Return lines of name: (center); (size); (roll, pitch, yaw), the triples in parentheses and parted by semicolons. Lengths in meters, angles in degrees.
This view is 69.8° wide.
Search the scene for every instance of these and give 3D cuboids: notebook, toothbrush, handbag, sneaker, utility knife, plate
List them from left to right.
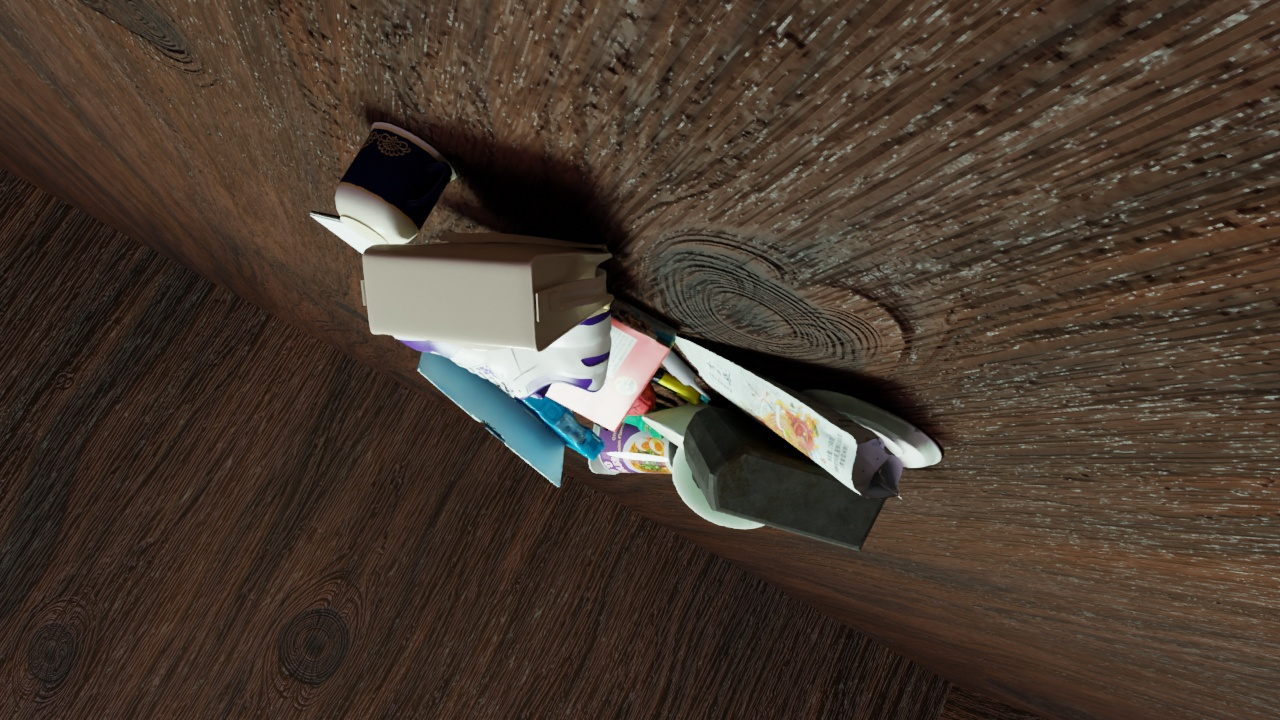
notebook: (-0.334, -0.129, 1.309); (0.178, 0.013, 0.245); (17, 163, 41)
sneaker: (-0.137, -0.014, 0.935); (0.244, 0.091, 0.111); (3, 123, 22)
handbag: (-0.116, -0.073, 0.835); (0.195, 0.101, 0.197); (6, -163, 26)
utility knife: (-0.007, 0.007, 1.165); (0.188, 0.020, 0.029); (27, 166, 7)
toothbrush: (0.041, 0.006, 1.062); (0.018, 0.019, 0.188); (25, 168, 39)
handbag: (0.141, 0.122, 1.042); (0.197, 0.102, 0.199); (18, -165, -16)
plate: (0.233, 0.073, 0.949); (0.157, 0.014, 0.157); (27, 166, 7)

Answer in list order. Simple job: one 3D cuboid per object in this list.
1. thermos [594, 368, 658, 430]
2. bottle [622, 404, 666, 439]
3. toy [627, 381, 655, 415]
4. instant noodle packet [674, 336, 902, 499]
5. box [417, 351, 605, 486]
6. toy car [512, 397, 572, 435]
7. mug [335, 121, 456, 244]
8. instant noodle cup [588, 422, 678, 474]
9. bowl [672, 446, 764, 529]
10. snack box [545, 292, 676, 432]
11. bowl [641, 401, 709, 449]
thermos: (-0.096, -0.009, 1.117); (0.218, 0.105, 0.106); (31, 168, 9)
bottle: (-0.053, 0.053, 1.318); (0.210, 0.068, 0.068); (23, 166, 18)
toy: (-0.037, 0.028, 1.204); (0.133, 0.062, 0.092); (30, 176, -1)
instant noodle packet: (0.140, 0.055, 0.937); (0.269, 0.057, 0.147); (30, 169, 48)
box: (-0.162, 0.051, 1.099); (0.243, 0.085, 0.092); (44, 168, -27)
toy car: (-0.139, 0.020, 1.258); (0.094, 0.071, 0.192); (20, 134, 50)
mug: (-0.219, -0.151, 0.827); (0.112, 0.089, 0.085); (16, 163, 40)
instant noodle cup: (0.009, 0.124, 1.364); (0.122, 0.136, 0.122); (6, 130, 35)
bowl: (0.136, 0.152, 1.306); (0.174, 0.067, 0.174); (10, 120, 17)
snack box: (-0.056, -0.008, 0.990); (0.145, 0.040, 0.143); (29, 128, -5)
bowl: (0.091, 0.097, 1.193); (0.177, 0.057, 0.177); (32, 173, 4)
